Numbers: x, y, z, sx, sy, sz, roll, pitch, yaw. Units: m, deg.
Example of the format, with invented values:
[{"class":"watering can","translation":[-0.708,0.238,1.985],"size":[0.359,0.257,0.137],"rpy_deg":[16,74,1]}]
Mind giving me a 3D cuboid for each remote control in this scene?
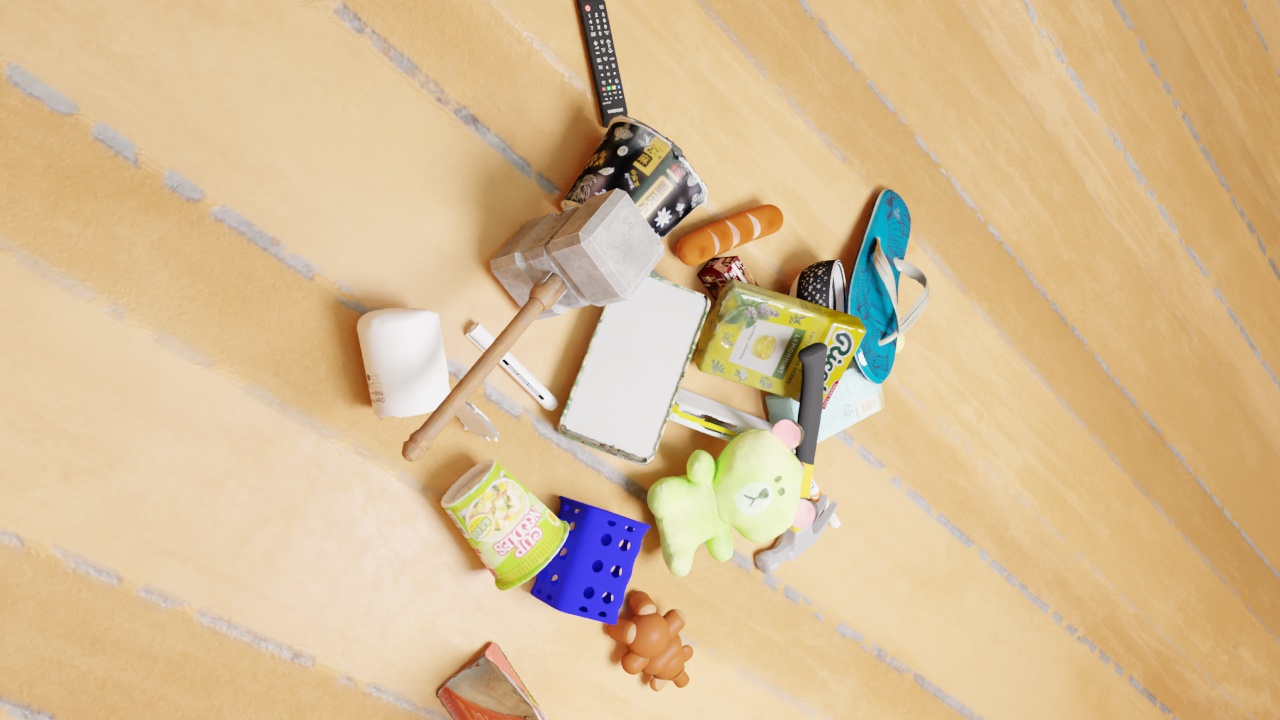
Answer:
[{"class":"remote control","translation":[-0.044,-0.338,1.033],"size":[0.033,0.015,0.147],"rpy_deg":[-19,103,-32]}]

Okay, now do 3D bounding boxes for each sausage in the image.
[{"class":"sausage","translation":[0.109,-0.155,1.128],"size":[0.163,0.044,0.039],"rpy_deg":[-25,111,-31]}]

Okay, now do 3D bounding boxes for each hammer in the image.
[{"class":"hammer","translation":[0.205,0.120,1.143],"size":[0.126,0.029,0.324],"rpy_deg":[-23,129,-31]},{"class":"hammer","translation":[-0.123,-0.024,0.870],"size":[0.083,0.163,0.316],"rpy_deg":[52,54,-24]}]

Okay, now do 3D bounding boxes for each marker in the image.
[{"class":"marker","translation":[-0.136,0.010,0.987],"size":[0.020,0.017,0.133],"rpy_deg":[-36,117,12]},{"class":"marker","translation":[0.233,0.174,1.245],"size":[0.017,0.017,0.145],"rpy_deg":[-46,115,-24]}]

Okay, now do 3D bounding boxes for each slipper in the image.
[{"class":"slipper","translation":[0.339,-0.111,1.245],"size":[0.118,0.060,0.294],"rpy_deg":[32,62,-32]}]

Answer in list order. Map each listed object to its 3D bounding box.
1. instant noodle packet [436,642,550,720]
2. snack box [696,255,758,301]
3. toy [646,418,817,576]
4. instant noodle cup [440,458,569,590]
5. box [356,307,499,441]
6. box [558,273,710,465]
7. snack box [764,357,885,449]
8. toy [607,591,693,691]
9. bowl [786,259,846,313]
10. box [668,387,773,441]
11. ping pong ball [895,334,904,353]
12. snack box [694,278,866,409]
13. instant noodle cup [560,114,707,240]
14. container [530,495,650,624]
[{"class":"instant noodle packet","translation":[-0.093,0.396,0.911],"size":[0.083,0.221,0.164],"rpy_deg":[-37,112,-26]},{"class":"snack box","translation":[0.133,-0.066,1.144],"size":[0.031,0.051,0.141],"rpy_deg":[-50,117,-22]},{"class":"toy","translation":[0.104,0.161,1.086],"size":[0.196,0.107,0.150],"rpy_deg":[-19,102,-13]},{"class":"instant noodle cup","translation":[-0.144,0.164,0.947],"size":[0.098,0.099,0.108],"rpy_deg":[-45,107,-24]},{"class":"box","translation":[-0.205,0.021,0.904],"size":[0.125,0.085,0.156],"rpy_deg":[-13,101,-40]},{"class":"box","translation":[-0.006,0.006,1.027],"size":[0.117,0.051,0.205],"rpy_deg":[20,79,-3]},{"class":"snack box","translation":[0.250,0.055,1.229],"size":[0.174,0.053,0.075],"rpy_deg":[-23,104,-33]},{"class":"toy","translation":[0.019,0.340,1.091],"size":[0.094,0.065,0.128],"rpy_deg":[-42,122,-17]},{"class":"bowl","translation":[0.225,-0.069,1.190],"size":[0.120,0.066,0.120],"rpy_deg":[1,90,-68]},{"class":"box","translation":[0.100,0.078,1.121],"size":[0.209,0.064,0.037],"rpy_deg":[22,102,-33]},{"class":"ping pong ball","translation":[0.354,-0.028,1.304],"size":[0.040,0.040,0.040],"rpy_deg":[-2,93,-34]},{"class":"snack box","translation":[0.165,-0.019,1.111],"size":[0.181,0.045,0.121],"rpy_deg":[17,117,-12]},{"class":"instant noodle cup","translation":[-0.012,-0.176,0.999],"size":[0.137,0.137,0.112],"rpy_deg":[43,78,-28]},{"class":"container","translation":[-0.058,0.219,1.010],"size":[0.085,0.085,0.113],"rpy_deg":[23,80,-31]}]
